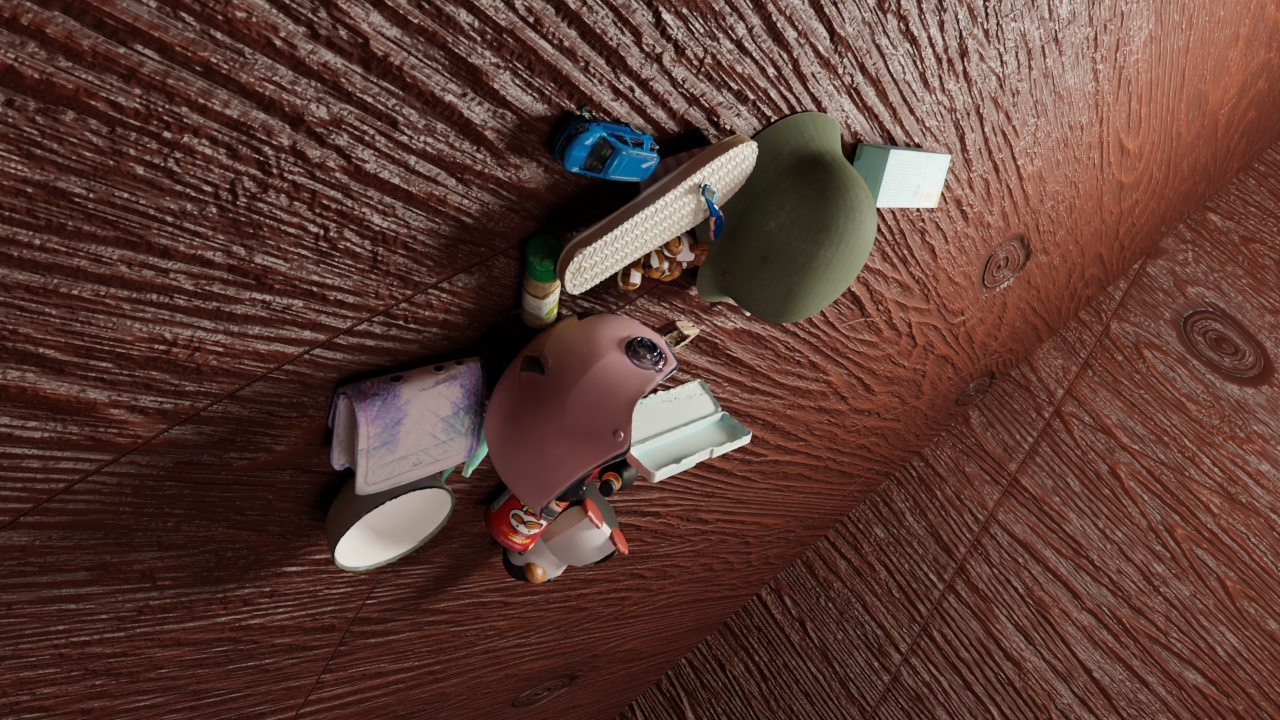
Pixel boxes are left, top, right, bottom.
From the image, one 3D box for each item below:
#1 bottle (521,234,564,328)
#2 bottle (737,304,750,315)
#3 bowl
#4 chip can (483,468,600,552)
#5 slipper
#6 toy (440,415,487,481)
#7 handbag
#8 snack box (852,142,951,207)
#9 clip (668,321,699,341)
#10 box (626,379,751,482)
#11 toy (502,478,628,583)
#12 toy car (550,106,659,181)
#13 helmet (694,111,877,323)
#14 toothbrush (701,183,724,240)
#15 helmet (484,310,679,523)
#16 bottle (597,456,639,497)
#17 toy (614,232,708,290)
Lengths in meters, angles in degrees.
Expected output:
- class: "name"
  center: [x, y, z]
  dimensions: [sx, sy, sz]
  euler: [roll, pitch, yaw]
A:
- class: "bottle"
  center: [-0.103, -0.080, 0.955]
  dimensions: [0.043, 0.043, 0.111]
  euler: [-25, 152, -26]
- class: "bottle"
  center: [0.205, -0.138, 1.247]
  dimensions: [0.195, 0.052, 0.052]
  euler: [-48, 153, 20]
- class: "bowl"
  center: [-0.303, 0.174, 1.081]
  dimensions: [0.153, 0.073, 0.154]
  euler: [-30, 153, -17]
- class: "chip can"
  center: [-0.124, 0.169, 1.291]
  dimensions: [0.214, 0.087, 0.087]
  euler: [-47, 153, 17]
- class: "slipper"
  center: [0.013, -0.159, 0.952]
  dimensions: [0.262, 0.052, 0.115]
  euler: [-36, 161, -21]
- class: "toy"
  center: [-0.209, 0.104, 1.109]
  dimensions: [0.085, 0.033, 0.105]
  euler: [-64, 170, 1]
- class: "handbag"
  center: [-0.247, 0.061, 0.981]
  dimensions: [0.158, 0.069, 0.127]
  euler: [-16, 133, -39]
- class: "snack box"
  center: [0.346, -0.246, 1.225]
  dimensions: [0.174, 0.053, 0.075]
  euler: [-11, 119, -46]
- class: "clip"
  center: [0.063, -0.041, 1.257]
  dimensions: [0.049, 0.026, 0.061]
  euler: [-34, 156, -13]
- class: "box"
  center: [0.054, 0.103, 1.351]
  dimensions: [0.196, 0.136, 0.044]
  euler: [-18, 142, -36]
- class: "toy"
  center: [-0.133, 0.272, 1.440]
  dimensions: [0.184, 0.140, 0.159]
  euler: [-32, 123, 9]
- class: "toy car"
  center: [-0.029, -0.196, 0.856]
  dimensions: [0.120, 0.043, 0.056]
  euler: [-4, 138, -49]
- class: "helmet"
  center: [0.185, -0.139, 1.101]
  dimensions: [0.226, 0.154, 0.269]
  euler: [-8, 143, -46]
- class: "toothbrush"
  center: [0.079, -0.156, 0.985]
  dimensions: [0.021, 0.017, 0.135]
  euler: [-47, 163, -5]
- class: "helmet"
  center: [-0.079, 0.042, 1.029]
  dimensions: [0.254, 0.152, 0.231]
  euler: [-55, -175, -38]
- class: "bottle"
  center: [-0.032, 0.158, 1.336]
  dimensions: [0.059, 0.059, 0.181]
  euler: [-45, -179, 14]
- class: "toy"
  center: [0.028, -0.117, 1.037]
  dimensions: [0.112, 0.067, 0.087]
  euler: [-2, 167, -42]
